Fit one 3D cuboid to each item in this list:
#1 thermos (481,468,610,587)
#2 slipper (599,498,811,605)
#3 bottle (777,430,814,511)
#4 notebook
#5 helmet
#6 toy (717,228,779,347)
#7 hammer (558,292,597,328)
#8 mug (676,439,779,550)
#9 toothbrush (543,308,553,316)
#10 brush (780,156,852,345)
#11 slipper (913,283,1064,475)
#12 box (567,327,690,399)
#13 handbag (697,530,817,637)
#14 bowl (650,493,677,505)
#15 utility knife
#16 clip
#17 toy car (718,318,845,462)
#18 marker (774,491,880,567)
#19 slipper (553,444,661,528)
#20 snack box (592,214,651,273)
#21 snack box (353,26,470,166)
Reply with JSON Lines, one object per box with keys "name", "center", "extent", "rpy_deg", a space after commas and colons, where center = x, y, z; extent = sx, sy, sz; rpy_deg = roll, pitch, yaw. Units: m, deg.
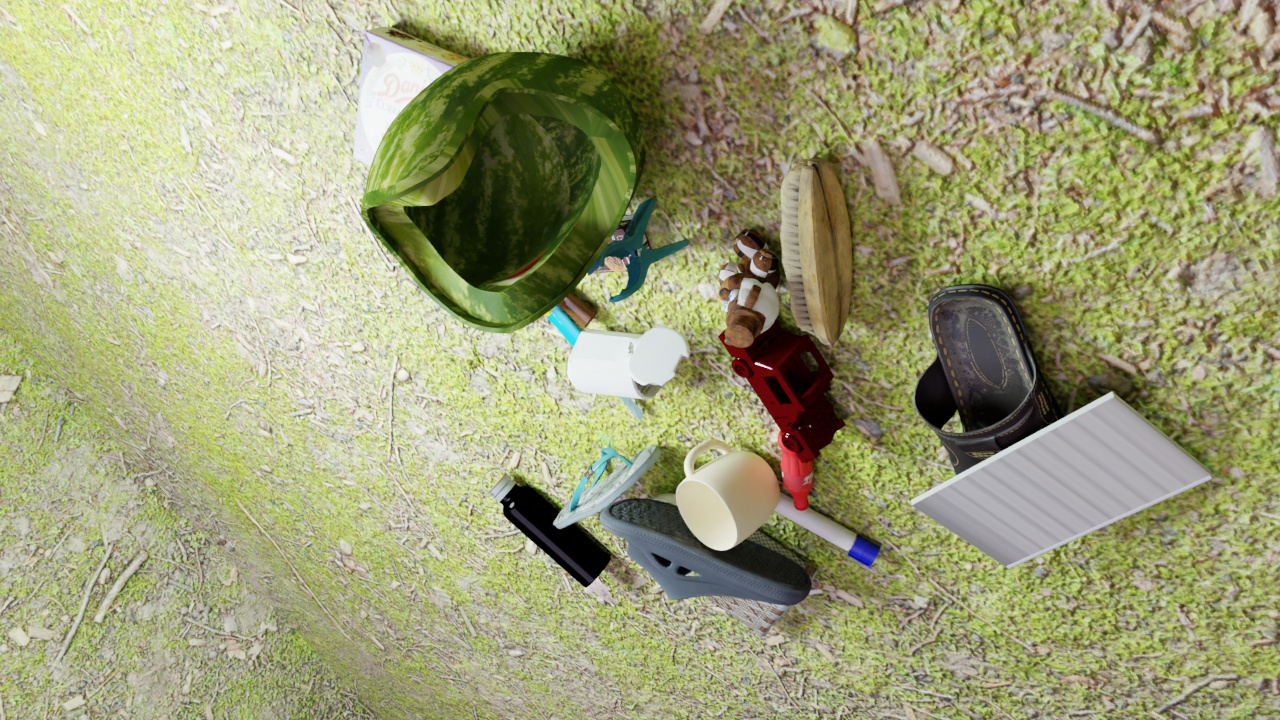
{"name": "thermos", "center": [-0.151, 0.250, 1.409], "extent": [0.231, 0.061, 0.061], "rpy_deg": [42, 141, -1]}
{"name": "slipper", "center": [0.072, 0.248, 1.124], "extent": [0.268, 0.110, 0.083], "rpy_deg": [21, 106, 4]}
{"name": "bottle", "center": [0.179, 0.126, 1.047], "extent": [0.036, 0.036, 0.119], "rpy_deg": [13, 134, 30]}
{"name": "notebook", "center": [0.377, 0.117, 0.832], "extent": [0.142, 0.009, 0.210], "rpy_deg": [32, 131, -20]}
{"name": "helmet", "center": [-0.123, -0.170, 0.855], "extent": [0.243, 0.246, 0.213], "rpy_deg": [20, 152, 54]}
{"name": "toy", "center": [0.102, -0.062, 0.879], "extent": [0.067, 0.112, 0.087], "rpy_deg": [25, 139, 1]}
{"name": "hammer", "center": [-0.182, -0.151, 1.085], "extent": [0.323, 0.033, 0.116], "rpy_deg": [40, 143, 0]}
{"name": "mug", "center": [0.104, 0.147, 1.079], "extent": [0.120, 0.099, 0.096], "rpy_deg": [60, 146, 1]}
{"name": "toothbrush", "center": [-0.132, -0.059, 1.121], "extent": [0.021, 0.016, 0.136], "rpy_deg": [40, 162, -19]}
{"name": "brush", "center": [0.161, -0.096, 0.838], "extent": [0.043, 0.059, 0.196], "rpy_deg": [22, 141, 38]}
{"name": "slipper", "center": [0.318, 0.052, 0.835], "extent": [0.113, 0.075, 0.268], "rpy_deg": [0, 126, 39]}
{"name": "box", "center": [-0.007, 0.005, 1.045], "extent": [0.166, 0.083, 0.092], "rpy_deg": [7, 148, 33]}
{"name": "handbag", "center": [0.146, 0.296, 1.226], "extent": [0.124, 0.046, 0.186], "rpy_deg": [32, 140, 9]}
{"name": "bowl", "center": [0.053, 0.213, 1.226], "extent": [0.110, 0.040, 0.110], "rpy_deg": [21, 136, 22]}
{"name": "utility knife", "center": [-0.061, -0.004, 1.136], "extent": [0.205, 0.015, 0.031], "rpy_deg": [52, 141, -8]}
{"name": "clip", "center": [0.004, -0.095, 0.916], "extent": [0.028, 0.126, 0.113], "rpy_deg": [-30, 95, 50]}
{"name": "toy car", "center": [0.155, 0.023, 0.943], "extent": [0.170, 0.070, 0.062], "rpy_deg": [55, 151, -17]}
{"name": "marker", "center": [0.219, 0.201, 1.094], "extent": [0.133, 0.023, 0.027], "rpy_deg": [28, 126, 15]}
{"name": "slipper", "center": [-0.065, 0.169, 1.236], "extent": [0.055, 0.098, 0.270], "rpy_deg": [43, 142, -5]}
{"name": "snack box", "center": [-0.057, -0.126, 1.005], "extent": [0.141, 0.031, 0.051], "rpy_deg": [2, 128, 37]}
{"name": "snack box", "center": [-0.234, -0.262, 0.983], "extent": [0.143, 0.040, 0.148], "rpy_deg": [26, 122, 17]}
